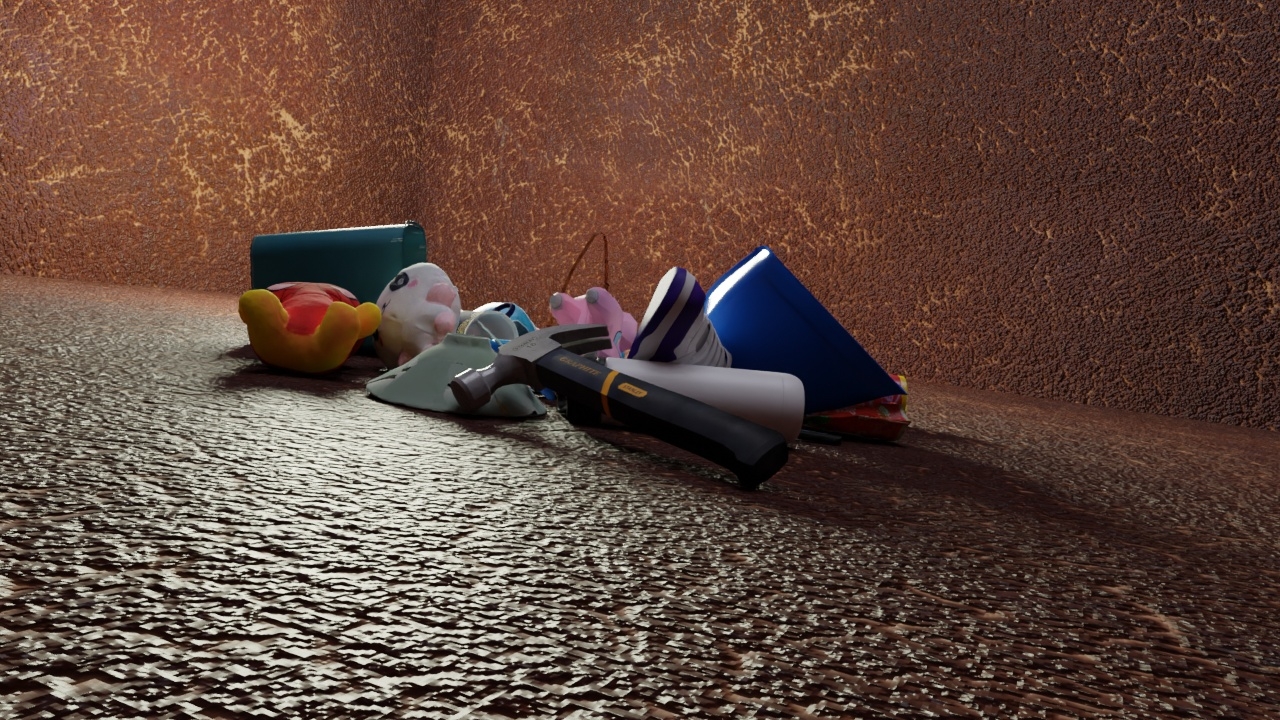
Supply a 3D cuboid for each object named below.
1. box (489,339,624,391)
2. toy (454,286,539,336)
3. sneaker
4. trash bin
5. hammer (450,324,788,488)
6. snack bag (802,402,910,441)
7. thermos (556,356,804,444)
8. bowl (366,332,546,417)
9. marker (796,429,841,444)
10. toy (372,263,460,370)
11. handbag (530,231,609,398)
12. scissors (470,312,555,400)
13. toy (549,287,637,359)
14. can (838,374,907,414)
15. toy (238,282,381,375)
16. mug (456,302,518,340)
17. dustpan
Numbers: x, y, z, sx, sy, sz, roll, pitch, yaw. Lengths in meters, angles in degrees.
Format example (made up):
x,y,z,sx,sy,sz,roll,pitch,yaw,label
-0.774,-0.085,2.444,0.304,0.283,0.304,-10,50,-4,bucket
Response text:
x,y,z,sx,sy,sz,roll,pitch,yaw,label
-0.114,0.004,1.181,0.243,0.060,0.176,4,5,-40,box
-0.207,-0.044,1.470,0.224,0.099,0.191,25,7,31,toy
0.048,-0.002,0.947,0.111,0.091,0.245,23,-24,1,sneaker
-0.436,-0.104,1.347,0.218,0.199,0.196,0,3,-4,trash bin
-0.016,0.034,0.734,0.139,0.035,0.313,-32,34,-30,hammer
0.213,0.069,1.010,0.155,0.044,0.087,0,-8,-14,snack bag
0.034,0.038,0.885,0.230,0.068,0.101,6,-10,-3,thermos
-0.174,0.008,0.892,0.174,0.068,0.174,9,4,-1,bowl
0.145,0.072,0.940,0.123,0.015,0.018,9,3,2,marker
-0.261,-0.043,1.101,0.101,0.139,0.180,25,4,-30,toy
-0.076,-0.053,1.055,0.043,0.196,0.093,18,8,42,handbag
-0.131,-0.003,0.933,0.135,0.016,0.083,38,-10,40,scissors
-0.046,-0.021,0.986,0.067,0.123,0.157,-6,-18,17,toy
0.293,0.047,1.242,0.124,0.066,0.066,7,3,1,can
-0.373,-0.039,1.029,0.147,0.099,0.216,17,2,-15,toy
-0.220,-0.037,1.261,0.089,0.111,0.085,7,-33,50,mug
0.124,0.001,1.044,0.258,0.059,0.245,-29,-57,34,dustpan
